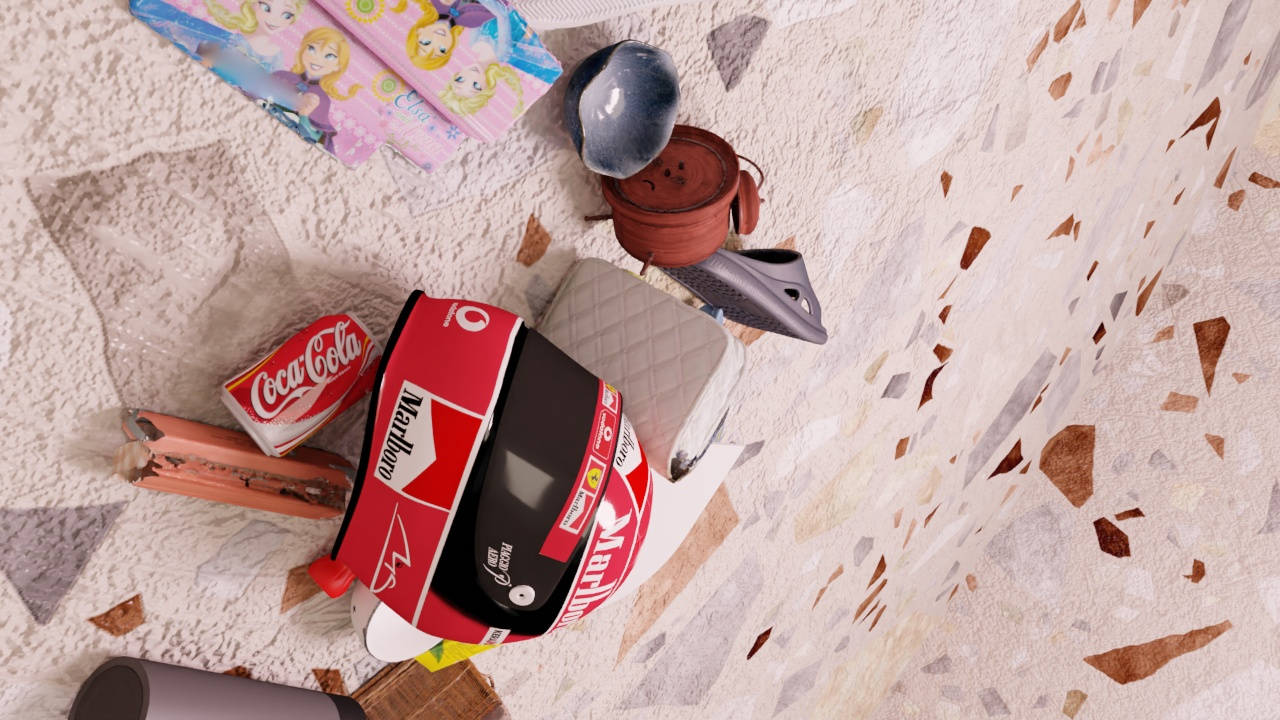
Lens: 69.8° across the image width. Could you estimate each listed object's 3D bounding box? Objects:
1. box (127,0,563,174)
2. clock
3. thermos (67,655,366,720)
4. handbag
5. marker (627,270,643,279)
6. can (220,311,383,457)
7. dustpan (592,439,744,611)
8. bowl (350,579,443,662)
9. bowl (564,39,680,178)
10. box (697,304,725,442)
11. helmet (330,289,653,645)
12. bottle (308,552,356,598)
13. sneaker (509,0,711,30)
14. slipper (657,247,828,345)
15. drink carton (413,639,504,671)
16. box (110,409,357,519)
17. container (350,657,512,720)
[{"bbox_3d":[-0.165,-0.197,0.564,0.159,0.035,0.230,-43,146,7],"label":"box"},{"bbox_3d":[0.039,-0.146,0.801,0.157,0.120,0.072,-30,146,-19],"label":"clock"},{"bbox_3d":[-0.334,0.304,0.755,0.082,0.082,0.240,-52,145,-5],"label":"thermos"},{"bbox_3d":[-0.005,0.005,0.805,0.072,0.195,0.139,26,95,-55],"label":"handbag"},{"bbox_3d":[-0.035,-0.030,0.891,0.124,0.017,0.021,-60,-171,8],"label":"marker"},{"bbox_3d":[-0.237,0.015,0.653,0.104,0.064,0.064,-39,142,-22],"label":"can"},{"bbox_3d":[-0.037,0.161,0.953,0.191,0.053,0.258,7,124,-35],"label":"dustpan"},{"bbox_3d":[-0.214,0.210,0.836,0.113,0.063,0.114,-30,137,-32],"label":"bowl"},{"bbox_3d":[-0.023,-0.205,0.734,0.110,0.055,0.110,-30,138,-32],"label":"bowl"},{"bbox_3d":[0.080,0.029,1.027,0.068,0.059,0.210,-38,147,-25],"label":"box"},{"bbox_3d":[-0.101,0.097,0.706,0.197,0.224,0.272,-84,-164,-58],"label":"helmet"},{"bbox_3d":[-0.229,0.153,0.796,0.118,0.036,0.036,-42,142,-20],"label":"bottle"},{"bbox_3d":[-0.027,-0.301,0.646,0.241,0.090,0.090,-13,160,-21],"label":"sneaker"},{"bbox_3d":[0.114,-0.089,0.962,0.268,0.111,0.083,26,82,-49],"label":"slipper"},{"bbox_3d":[-0.153,0.248,0.892,0.134,0.058,0.043,-22,137,4],"label":"drink carton"},{"bbox_3d":[-0.282,0.071,0.663,0.188,0.056,0.063,31,57,-57],"label":"box"},{"bbox_3d":[-0.228,0.384,0.917,0.198,0.113,0.114,-36,140,-24],"label":"container"}]
